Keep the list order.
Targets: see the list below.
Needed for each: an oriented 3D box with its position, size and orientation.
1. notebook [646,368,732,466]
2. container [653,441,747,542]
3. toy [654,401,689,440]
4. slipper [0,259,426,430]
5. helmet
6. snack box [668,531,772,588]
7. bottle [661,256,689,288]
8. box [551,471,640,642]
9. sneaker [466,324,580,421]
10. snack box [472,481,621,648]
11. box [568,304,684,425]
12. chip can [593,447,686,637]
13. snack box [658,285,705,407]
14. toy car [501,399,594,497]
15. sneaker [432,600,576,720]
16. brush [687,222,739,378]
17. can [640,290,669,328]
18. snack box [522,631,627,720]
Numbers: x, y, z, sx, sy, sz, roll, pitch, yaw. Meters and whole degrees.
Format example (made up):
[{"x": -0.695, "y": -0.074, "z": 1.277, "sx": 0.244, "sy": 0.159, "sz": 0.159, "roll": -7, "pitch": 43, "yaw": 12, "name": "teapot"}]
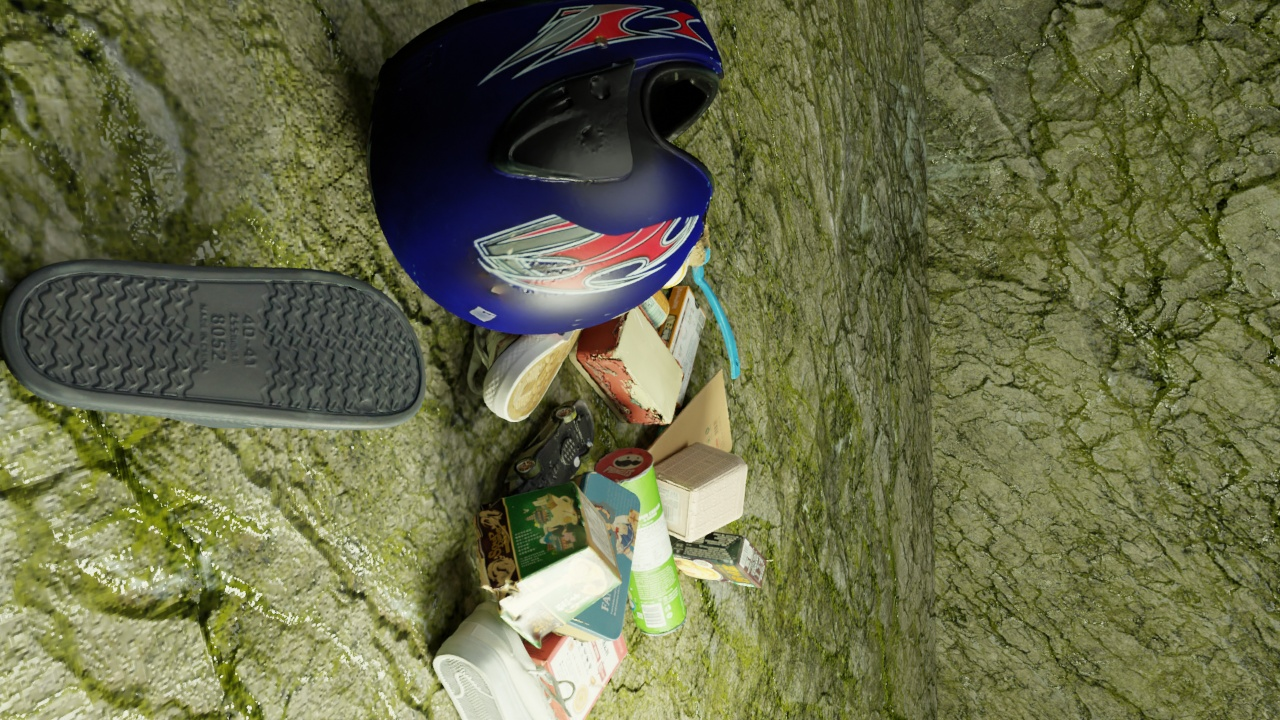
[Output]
[{"x": 0.064, "y": 0.126, "z": 1.241, "sx": 0.207, "sy": 0.008, "sz": 0.148, "roll": -45, "pitch": 138, "yaw": -38, "name": "notebook"}, {"x": 0.067, "y": 0.169, "z": 1.174, "sx": 0.110, "sy": 0.090, "sz": 0.090, "roll": -18, "pitch": 119, "yaw": -49, "name": "container"}, {"x": 0.049, "y": 0.096, "z": 1.242, "sx": 0.092, "sy": 0.030, "sz": 0.096, "roll": 32, "pitch": 76, "yaw": -62, "name": "toy"}, {"x": -0.272, "y": -0.007, "z": 0.612, "sx": 0.267, "sy": 0.083, "sz": 0.110, "roll": 7, "pitch": 77, "yaw": -44, "name": "slipper"}, {"x": -0.057, "y": -0.149, "z": 0.756, "sx": 0.315, "sy": 0.248, "sz": 0.240, "roll": -18, "pitch": 86, "yaw": -19, "name": "helmet"}, {"x": 0.109, "y": 0.273, "z": 1.276, "sx": 0.125, "sy": 0.113, "sz": 0.053, "roll": 52, "pitch": 49, "yaw": -49, "name": "snack box"}, {"x": 0.031, "y": -0.134, "z": 1.161, "sx": 0.108, "sy": 0.063, "sz": 0.063, "roll": -73, "pitch": 153, "yaw": -64, "name": "bottle"}, {"x": -0.057, "y": 0.214, "z": 0.975, "sx": 0.089, "sy": 0.059, "sz": 0.183, "roll": 31, "pitch": 49, "yaw": -32, "name": "box"}, {"x": -0.117, "y": -0.017, "z": 0.873, "sx": 0.118, "sy": 0.088, "sz": 0.240, "roll": -63, "pitch": 180, "yaw": 20, "name": "sneaker"}, {"x": -0.084, "y": 0.186, "z": 0.876, "sx": 0.117, "sy": 0.106, "sz": 0.118, "roll": 59, "pitch": 9, "yaw": -46, "name": "snack box"}, {"x": -0.006, "y": 0.006, "z": 1.086, "sx": 0.168, "sy": 0.080, "sz": 0.091, "roll": 53, "pitch": 45, "yaw": -48, "name": "box"}, {"x": 0.003, "y": 0.225, "z": 1.121, "sx": 0.072, "sy": 0.072, "sz": 0.236, "roll": -47, "pitch": 131, "yaw": -51, "name": "chip can"}, {"x": 0.050, "y": -0.019, "z": 1.244, "sx": 0.075, "sy": 0.026, "sz": 0.153, "roll": 53, "pitch": 47, "yaw": -48, "name": "snack box"}, {"x": -0.093, "y": 0.104, "z": 0.969, "sx": 0.157, "sy": 0.042, "sz": 0.070, "roll": -54, "pitch": 136, "yaw": -45, "name": "toy car"}, {"x": -0.118, "y": 0.338, "z": 0.899, "sx": 0.090, "sy": 0.090, "sz": 0.242, "roll": -56, "pitch": 132, "yaw": -51, "name": "sneaker"}, {"x": 0.094, "y": -0.097, "z": 1.254, "sx": 0.083, "sy": 0.046, "sz": 0.254, "roll": -32, "pitch": 104, "yaw": -65, "name": "brush"}, {"x": -0.019, "y": -0.091, "z": 1.080, "sx": 0.146, "sy": 0.058, "sz": 0.058, "roll": 48, "pitch": 50, "yaw": -52, "name": "can"}, {"x": -0.073, "y": 0.323, "z": 1.014, "sx": 0.126, "sy": 0.044, "sz": 0.113, "roll": -47, "pitch": 131, "yaw": -49, "name": "snack box"}]
